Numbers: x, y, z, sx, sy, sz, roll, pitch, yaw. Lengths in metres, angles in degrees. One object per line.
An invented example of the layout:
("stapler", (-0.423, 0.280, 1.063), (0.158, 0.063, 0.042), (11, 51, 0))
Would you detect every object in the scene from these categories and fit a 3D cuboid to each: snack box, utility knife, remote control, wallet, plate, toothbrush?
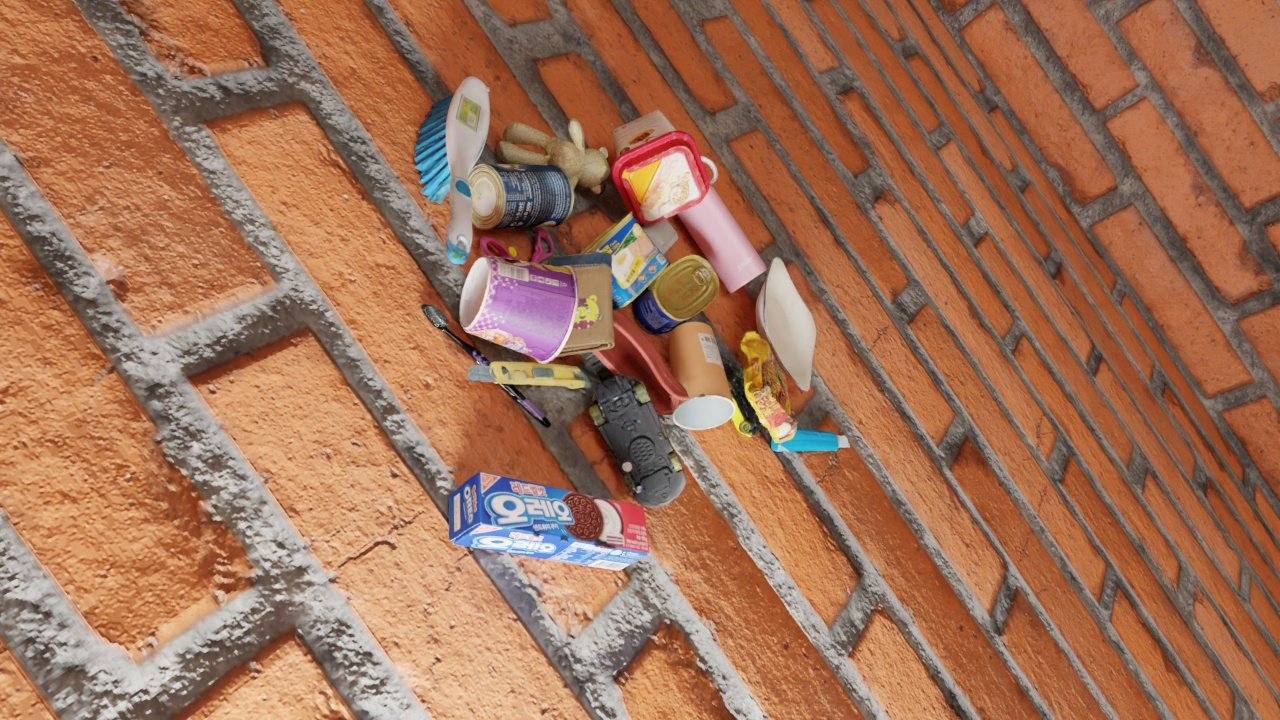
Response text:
("snack box", (-0.087, 0.164, 0.914), (0.207, 0.057, 0.058), (18, 50, -35))
("utility knife", (0.247, 0.114, 1.304), (0.181, 0.018, 0.034), (7, 75, -43))
("remote control", (0.012, -0.158, 1.247), (0.049, 0.024, 0.124), (48, 42, -9))
("wallet", (-0.074, -0.064, 1.051), (0.033, 0.090, 0.115), (52, 33, -67))
("utility knife", (-0.120, 0.017, 1.004), (0.183, 0.019, 0.031), (0, 61, -46))
("plate", (0.206, -0.050, 1.332), (0.164, 0.034, 0.163), (54, 36, -34))
("toothbrush", (-0.161, 0.006, 0.978), (0.189, 0.017, 0.014), (45, 47, -15))

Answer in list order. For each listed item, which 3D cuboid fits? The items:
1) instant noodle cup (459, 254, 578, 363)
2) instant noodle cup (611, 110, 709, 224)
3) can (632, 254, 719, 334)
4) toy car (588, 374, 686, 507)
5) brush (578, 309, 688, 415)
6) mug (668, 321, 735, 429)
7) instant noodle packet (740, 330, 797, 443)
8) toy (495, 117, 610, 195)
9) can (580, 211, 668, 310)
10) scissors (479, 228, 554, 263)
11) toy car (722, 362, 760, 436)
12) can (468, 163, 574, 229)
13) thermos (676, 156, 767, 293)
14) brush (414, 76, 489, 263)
("instant noodle cup", (-0.135, -0.060, 0.985), (0.099, 0.112, 0.111), (13, 56, -28))
("instant noodle cup", (0.018, -0.266, 1.241), (0.124, 0.117, 0.116), (-109, 173, -47))
("can", (0.048, -0.087, 1.216), (0.074, 0.049, 0.147), (53, 40, -4))
("toy car", (-0.004, 0.091, 1.040), (0.042, 0.070, 0.158), (51, 14, -81))
("brush", (-0.006, 0.006, 1.086), (0.146, 0.069, 0.063), (48, 42, -10))
("mug", (0.072, 0.015, 1.156), (0.078, 0.078, 0.122), (20, 48, -35))
("instant noodle packet", (0.172, 0.035, 1.231), (0.111, 0.044, 0.128), (57, 19, -34))
("toy", (-0.109, -0.259, 1.174), (0.157, 0.066, 0.105), (10, 90, -36))
("can", (-0.024, -0.123, 1.152), (0.083, 0.057, 0.101), (51, 56, -11))
("scissors", (-0.133, -0.112, 1.083), (0.133, 0.017, 0.133), (37, 43, -27))
("toy car", (0.125, 0.054, 1.213), (0.105, 0.032, 0.048), (61, 31, -11))
("can", (-0.143, -0.192, 1.077), (0.111, 0.076, 0.075), (-13, 74, -47))
("thermos", (0.111, -0.201, 1.330), (0.087, 0.067, 0.198), (-33, 89, -12))
("brush", (-0.205, -0.202, 0.998), (0.060, 0.110, 0.313), (29, 47, -32))
